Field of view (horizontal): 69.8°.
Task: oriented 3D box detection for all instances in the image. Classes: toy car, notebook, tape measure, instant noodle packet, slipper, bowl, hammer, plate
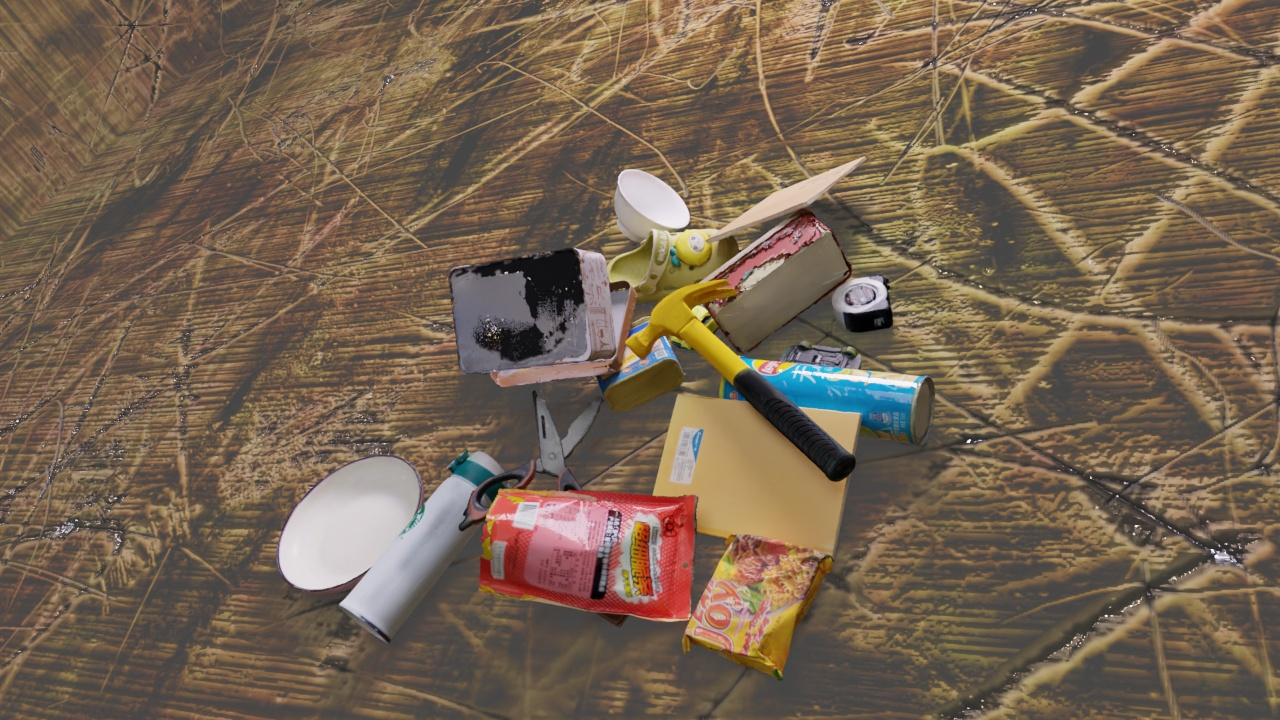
[{"bbox_3d":[0.078,-0.056,1.142,0.048,0.032,0.105,23,59,43],"label":"toy car"},{"bbox_3d":[0.188,-0.206,1.170,0.148,0.008,0.207,-17,15,39],"label":"notebook"},{"bbox_3d":[0.254,-0.064,1.054,0.066,0.033,0.065,-8,42,18],"label":"tape measure"},{"bbox_3d":[0.102,0.219,0.831,0.111,0.044,0.128,6,50,38],"label":"instant noodle packet"},{"bbox_3d":[0.031,-0.126,1.193,0.191,0.081,0.091,-11,64,20],"label":"slipper"},{"bbox_3d":[0.198,0.006,1.007,0.091,0.036,0.043,7,50,36],"label":"toy car"},{"bbox_3d":[0.004,-0.208,1.306,0.065,0.118,0.118,-51,26,35],"label":"bowl"},{"bbox_3d":[0.108,0.018,0.942,0.129,0.033,0.300,-45,50,1],"label":"hammer"},{"bbox_3d":[0.110,0.111,0.925,0.207,0.010,0.145,5,72,32],"label":"notebook"},{"bbox_3d":[-0.338,0.199,1.092,0.193,0.039,0.192,-15,42,14],"label":"plate"}]

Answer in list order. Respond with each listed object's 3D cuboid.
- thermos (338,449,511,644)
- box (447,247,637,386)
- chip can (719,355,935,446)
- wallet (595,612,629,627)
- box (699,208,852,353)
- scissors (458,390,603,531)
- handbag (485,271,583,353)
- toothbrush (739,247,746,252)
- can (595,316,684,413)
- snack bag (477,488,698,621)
[{"bbox_3d":[-0.232,0.197,1.012,0.073,0.073,0.223,14,55,38],"label":"thermos"},{"bbox_3d":[-0.105,-0.047,1.104,0.182,0.150,0.166,-6,2,22],"label":"box"},{"bbox_3d":[0.190,0.040,0.950,0.211,0.071,0.071,6,50,33],"label":"chip can"},{"bbox_3d":[-0.037,0.200,0.929,0.115,0.020,0.101,25,63,28],"label":"wallet"},{"bbox_3d":[0.158,-0.089,1.072,0.168,0.091,0.078,-37,39,4],"label":"box"},{"bbox_3d":[-0.101,0.126,1.013,0.189,0.015,0.224,37,66,25],"label":"scissors"},{"bbox_3d":[-0.133,-0.064,1.255,0.179,0.063,0.163,0,45,8],"label":"handbag"},{"bbox_3d":[0.122,-0.140,1.221,0.190,0.014,0.016,-13,26,16],"label":"toothbrush"},{"bbox_3d":[-0.007,0.006,1.104,0.102,0.057,0.083,-26,43,2],"label":"can"},{"bbox_3d":[-0.050,0.184,0.896,0.208,0.073,0.128,4,61,6],"label":"snack bag"}]
